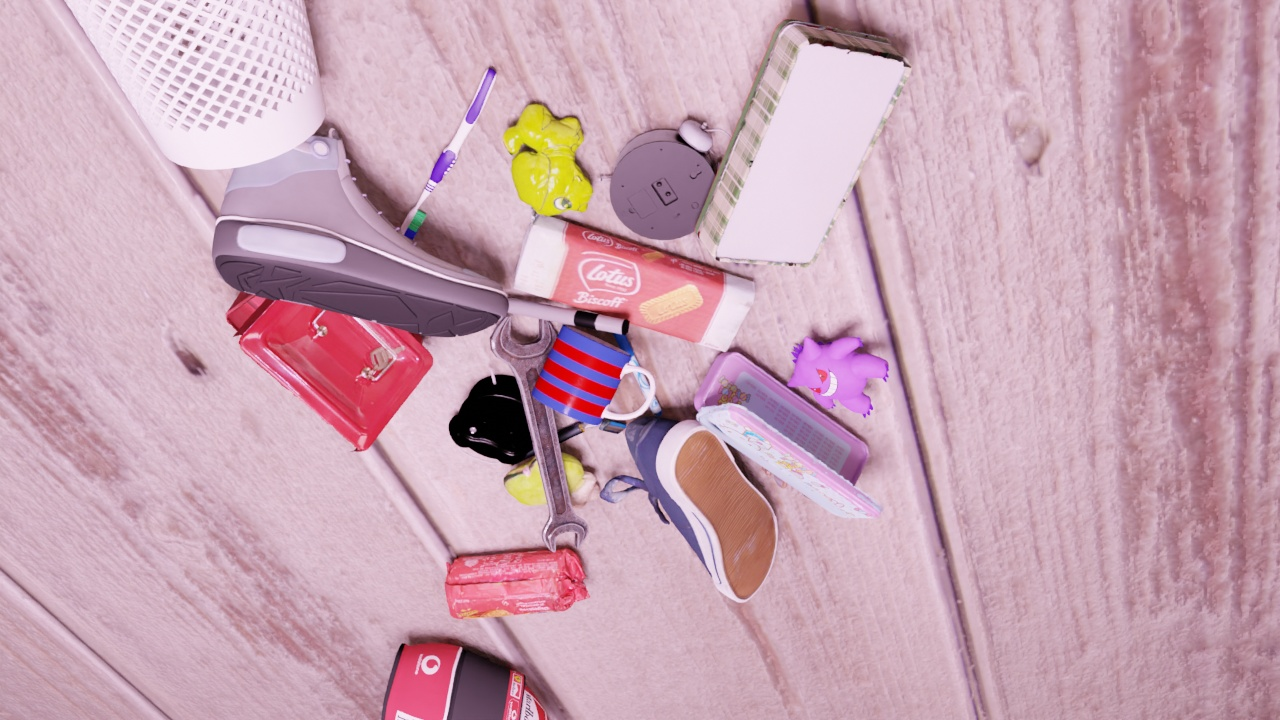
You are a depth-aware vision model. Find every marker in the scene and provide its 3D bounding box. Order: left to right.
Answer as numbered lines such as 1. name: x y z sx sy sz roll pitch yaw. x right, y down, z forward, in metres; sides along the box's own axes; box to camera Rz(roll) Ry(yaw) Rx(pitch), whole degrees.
1. marker: -0.078 -0.044 0.885 0.141 0.016 0.016 11 129 21
2. marker: -0.006 0.006 0.950 0.013 0.013 0.142 -17 124 14

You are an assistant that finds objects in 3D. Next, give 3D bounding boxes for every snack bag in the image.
1. snack bag: -0.154 0.270 1.113 0.176 0.082 0.082 -7 126 6
2. snack bag: -0.007 -0.073 0.876 0.225 0.041 0.078 16 128 -11

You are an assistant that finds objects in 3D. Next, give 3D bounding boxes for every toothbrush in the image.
1. toothbrush: -0.172 -0.180 0.819 0.016 0.015 0.187 29 122 -16

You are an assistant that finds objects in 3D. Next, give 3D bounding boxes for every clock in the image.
1. clock: -0.154 0.067 0.983 0.091 0.042 0.121 23 124 -14
2. clock: 0.030 -0.162 0.812 0.123 0.035 0.094 -27 121 19

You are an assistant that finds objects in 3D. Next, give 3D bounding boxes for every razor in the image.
1. razor: -0.087 0.086 1.010 0.144 0.022 0.042 -20 160 21

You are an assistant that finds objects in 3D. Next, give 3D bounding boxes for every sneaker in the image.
1. sneaker: -0.234 -0.118 0.809 0.256 0.160 0.093 11 156 -33
2. sneaker: 0.057 0.166 1.032 0.127 0.120 0.295 18 148 45

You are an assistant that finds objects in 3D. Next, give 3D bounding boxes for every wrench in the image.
1. wrench: -0.099 0.080 0.951 0.070 0.010 0.273 -20 112 -27

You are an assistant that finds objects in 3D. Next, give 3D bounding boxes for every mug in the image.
1. mug: -0.042 0.022 0.900 0.112 0.075 0.076 26 94 9

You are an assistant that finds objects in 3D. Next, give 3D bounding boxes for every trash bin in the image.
1. trash bin: -0.327 -0.262 0.673 0.195 0.195 0.200 -1 136 3

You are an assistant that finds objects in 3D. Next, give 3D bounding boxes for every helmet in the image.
1. helmet: -0.229 0.509 1.220 0.224 0.197 0.271 12 118 -6

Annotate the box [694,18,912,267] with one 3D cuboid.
1. box: 0.130 -0.174 0.768 0.117 0.050 0.206 0 130 -24

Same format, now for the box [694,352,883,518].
1. box: 0.160 0.079 0.927 0.214 0.093 0.089 34 78 -21

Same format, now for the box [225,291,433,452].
1. box: -0.309 -0.017 0.893 0.165 0.151 0.157 -1 135 51

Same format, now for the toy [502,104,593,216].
1. toy: -0.080 -0.172 0.809 0.094 0.036 0.094 21 117 -15

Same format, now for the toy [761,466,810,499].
1. toy: 0.160 0.112 1.006 0.054 0.041 0.102 -24 116 -8

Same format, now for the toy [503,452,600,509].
1. toy: -0.092 0.138 1.026 0.092 0.043 0.117 -33 140 24

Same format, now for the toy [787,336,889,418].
1. toy: 0.195 0.009 0.919 0.088 0.055 0.106 10 136 -1
